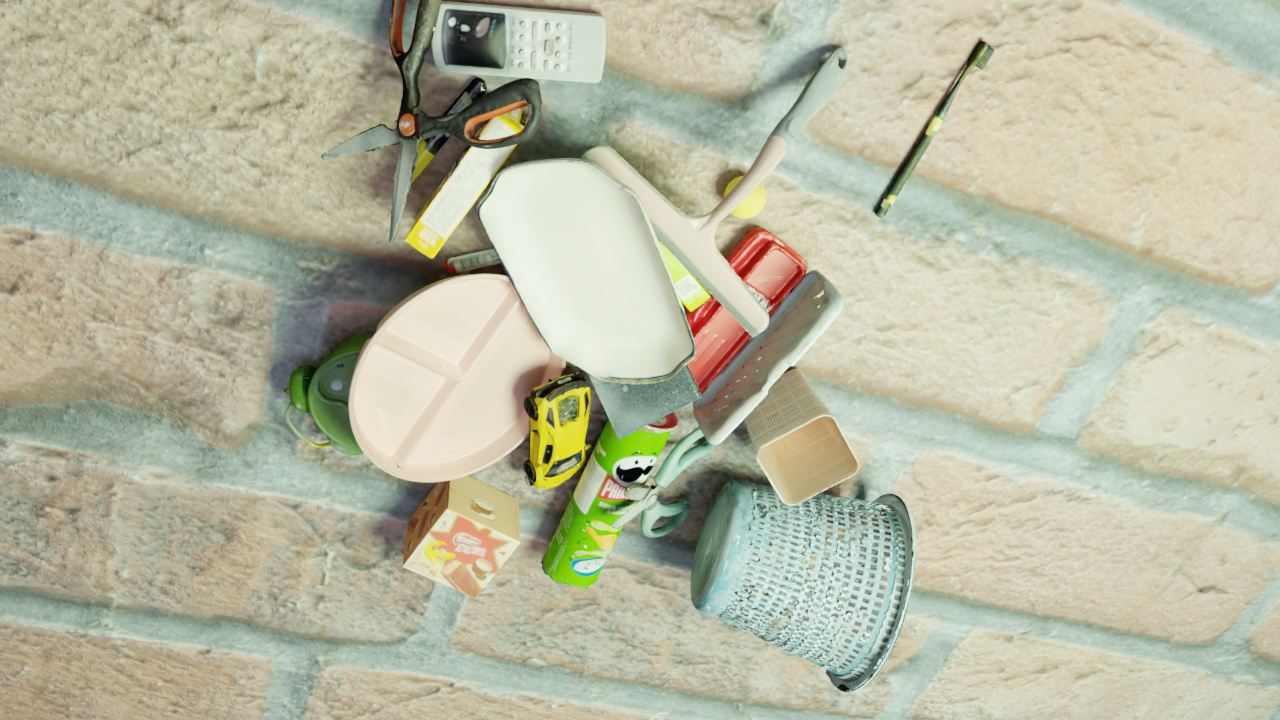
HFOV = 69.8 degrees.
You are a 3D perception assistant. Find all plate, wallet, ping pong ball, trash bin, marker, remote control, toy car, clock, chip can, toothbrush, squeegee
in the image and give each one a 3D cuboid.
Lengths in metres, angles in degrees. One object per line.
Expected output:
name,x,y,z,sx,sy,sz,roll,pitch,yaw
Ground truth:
plate,-0.041,-0.079,0.836,0.162,0.034,0.266,-1,136,26
wallet,-0.006,0.005,0.930,0.097,0.019,0.121,-27,79,9
ping pong ball,0.100,-0.157,0.881,0.040,0.040,0.040,-4,120,-7
trash bin,0.169,0.231,1.030,0.195,0.226,0.227,18,116,-4
marker,-0.181,-0.205,0.828,0.018,0.015,0.124,37,105,-26
plate,-0.176,0.017,0.895,0.229,0.028,0.230,-21,130,-28
remote control,-0.105,-0.275,0.794,0.150,0.021,0.058,0,119,-10
marker,-0.118,-0.107,0.890,0.145,0.017,0.017,-13,120,-1
toy car,-0.085,0.079,0.969,0.071,0.041,0.156,-20,134,-34
clock,-0.284,0.037,0.925,0.161,0.056,0.116,-29,119,8
chip can,-0.038,0.146,1.016,0.072,0.072,0.236,17,116,-17
toothbrush,0.283,-0.219,0.890,0.017,0.012,0.186,15,116,-29
squeegee,0.113,-0.186,0.821,0.247,0.040,0.249,42,85,-27

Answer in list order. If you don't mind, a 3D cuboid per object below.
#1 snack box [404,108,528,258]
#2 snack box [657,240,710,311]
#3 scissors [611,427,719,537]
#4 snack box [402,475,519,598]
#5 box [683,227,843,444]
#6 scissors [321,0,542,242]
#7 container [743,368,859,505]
snack box,-0.152,-0.163,0.811,0.033,0.086,0.141,33,110,-17
snack box,0.005,-0.123,0.860,0.026,0.085,0.156,-36,118,14
scissors,0.038,0.129,1.010,0.181,0.019,0.170,-55,150,2
snack box,-0.197,0.190,1.012,0.092,0.077,0.094,31,110,-23
box,0.099,-0.023,0.923,0.102,0.100,0.202,32,110,-24
scissors,-0.181,-0.212,0.761,0.234,0.021,0.221,-2,94,25
container,0.164,0.076,0.982,0.090,0.110,0.090,-29,120,8
